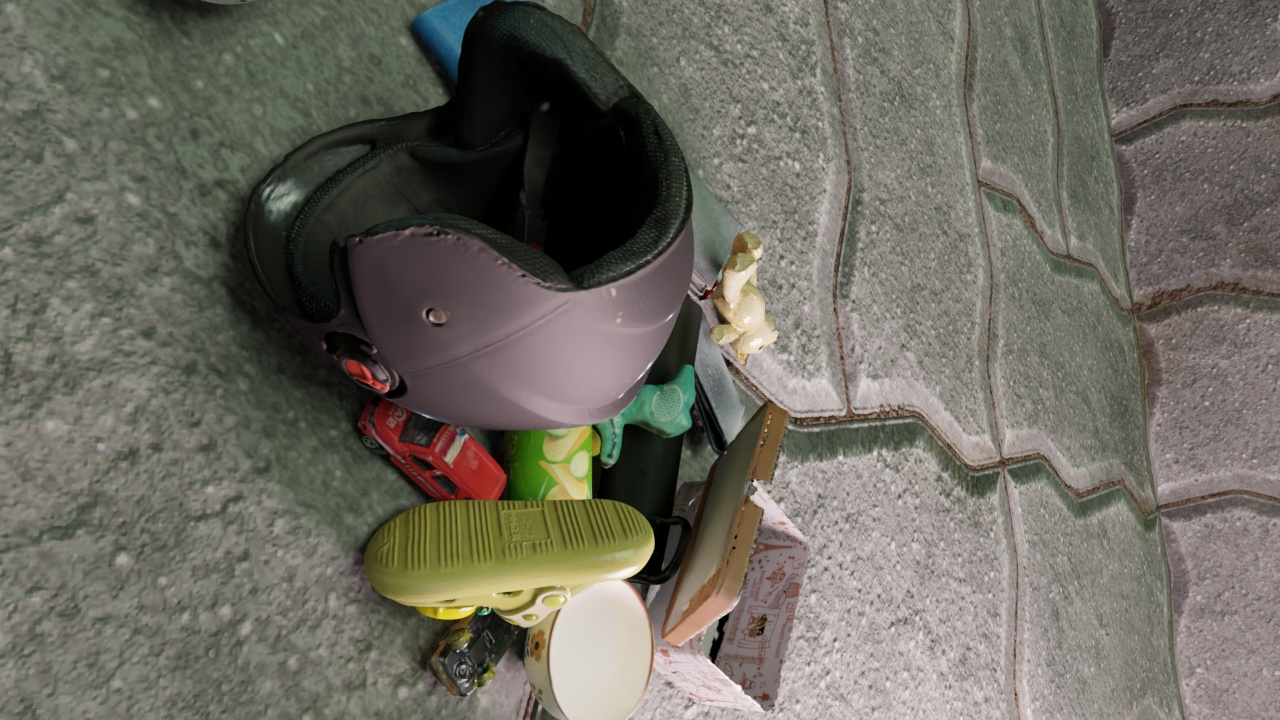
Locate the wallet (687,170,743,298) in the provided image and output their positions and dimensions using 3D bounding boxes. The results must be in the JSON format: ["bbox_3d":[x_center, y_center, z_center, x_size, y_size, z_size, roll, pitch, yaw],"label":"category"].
[{"bbox_3d":[0.033,-0.136,0.894,0.129,0.037,0.106,42,59,-22],"label":"wallet"}]

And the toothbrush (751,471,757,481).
[{"bbox_3d":[0.116,0.182,0.937,0.015,0.018,0.181,21,63,-54],"label":"toothbrush"}]

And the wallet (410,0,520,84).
[{"bbox_3d":[-0.107,-0.239,0.745,0.133,0.040,0.106,53,49,-11],"label":"wallet"}]

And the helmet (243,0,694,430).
[{"bbox_3d":[-0.098,-0.069,0.583,0.230,0.275,0.232,75,23,-46],"label":"helmet"}]

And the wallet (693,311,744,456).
[{"bbox_3d":[0.069,0.021,0.897,0.121,0.019,0.097,67,22,-17],"label":"wallet"}]

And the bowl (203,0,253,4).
[{"bbox_3d":[-0.252,-0.265,0.567,0.065,0.118,0.118,68,16,-84],"label":"bowl"}]

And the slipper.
[{"bbox_3d":[-0.085,0.142,0.612,0.091,0.190,0.082,-113,-160,-68],"label":"slipper"}]

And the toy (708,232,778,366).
[{"bbox_3d":[0.104,-0.061,0.905,0.157,0.066,0.105,77,26,-55],"label":"toy"}]

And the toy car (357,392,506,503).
[{"bbox_3d":[-0.142,0.063,0.643,0.120,0.045,0.052,48,47,-28],"label":"toy car"}]

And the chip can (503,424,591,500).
[{"bbox_3d":[-0.071,0.035,0.709,0.072,0.073,0.221,13,72,-47],"label":"chip can"}]

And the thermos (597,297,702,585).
[{"bbox_3d":[0.015,0.065,0.779,0.068,0.090,0.242,29,64,-51],"label":"thermos"}]

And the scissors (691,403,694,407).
[{"bbox_3d":[0.002,0.018,0.844,0.166,0.014,0.162,43,52,-33],"label":"scissors"}]

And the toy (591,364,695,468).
[{"bbox_3d":[-0.003,0.043,0.735,0.030,0.092,0.096,81,13,-57],"label":"toy"}]

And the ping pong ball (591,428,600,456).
[{"bbox_3d":[-0.044,0.060,0.759,0.040,0.040,0.040,15,70,-47],"label":"ping pong ball"}]

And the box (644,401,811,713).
[{"bbox_3d":[0.071,0.172,0.785,0.273,0.130,0.178,78,27,-51],"label":"box"}]

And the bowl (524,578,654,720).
[{"bbox_3d":[-0.047,0.221,0.700,0.113,0.062,0.113,14,70,-45],"label":"bowl"}]

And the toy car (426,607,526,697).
[{"bbox_3d":[-0.114,0.193,0.651,0.090,0.035,0.042,-50,120,-50],"label":"toy car"}]

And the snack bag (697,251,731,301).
[{"bbox_3d":[0.087,-0.093,0.958,0.105,0.026,0.045,-21,90,-50],"label":"snack bag"}]
